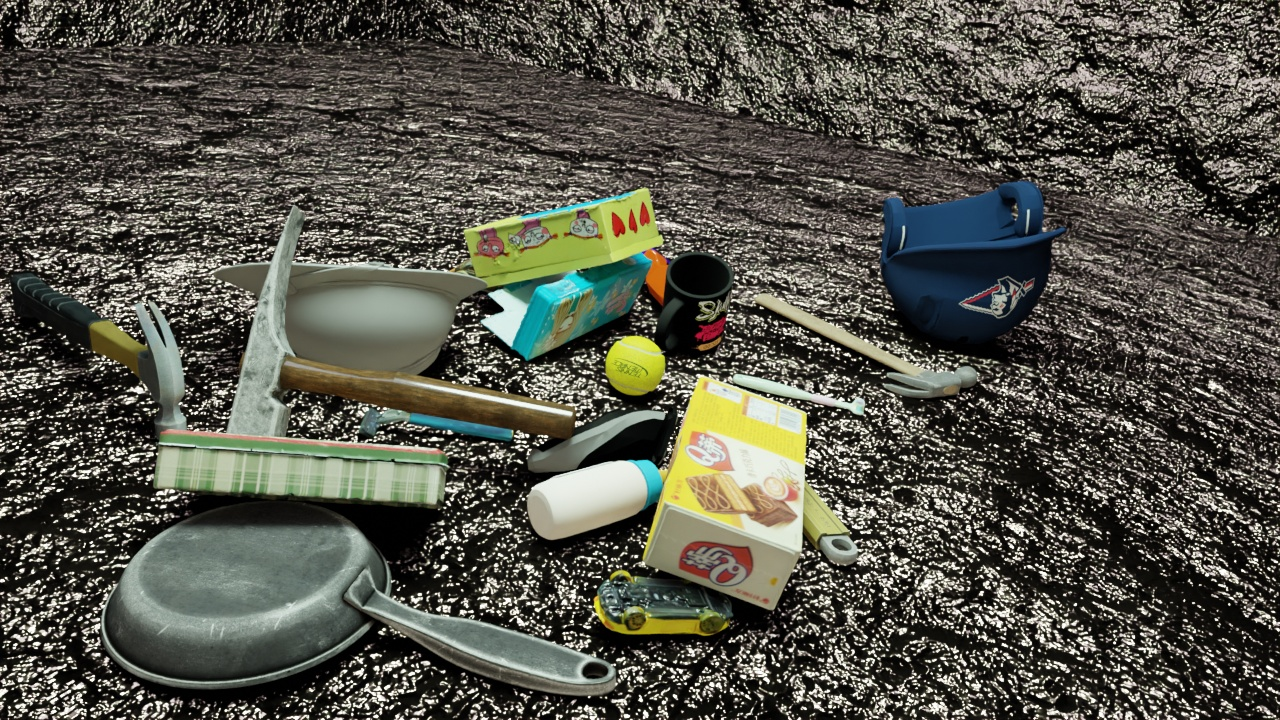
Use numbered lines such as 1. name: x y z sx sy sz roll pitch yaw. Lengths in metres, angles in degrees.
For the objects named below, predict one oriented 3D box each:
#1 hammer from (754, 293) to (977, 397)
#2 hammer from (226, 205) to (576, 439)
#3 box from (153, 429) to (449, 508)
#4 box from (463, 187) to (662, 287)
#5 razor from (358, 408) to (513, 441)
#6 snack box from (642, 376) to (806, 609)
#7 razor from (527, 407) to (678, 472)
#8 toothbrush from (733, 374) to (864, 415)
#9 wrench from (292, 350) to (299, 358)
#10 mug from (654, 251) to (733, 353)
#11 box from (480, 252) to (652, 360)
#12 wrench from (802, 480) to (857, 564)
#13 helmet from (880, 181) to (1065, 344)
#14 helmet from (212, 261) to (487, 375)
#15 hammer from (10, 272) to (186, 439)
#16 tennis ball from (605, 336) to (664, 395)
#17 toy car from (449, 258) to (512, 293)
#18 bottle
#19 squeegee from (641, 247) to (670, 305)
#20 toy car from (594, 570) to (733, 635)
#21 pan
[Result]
1. hammer: 0.281 -0.031 1.237 0.119 0.031 0.331 -12 32 -38
2. hammer: -0.200 -0.007 0.829 0.300 0.217 0.037 10 -9 -2
3. box: -0.255 0.086 0.717 0.205 0.049 0.118 4 -12 -7
4. box: -0.097 -0.151 1.144 0.221 0.081 0.124 -4 16 32
5. razor: -0.195 0.062 0.885 0.144 0.022 0.042 6 26 -7
6. snack box: 0.078 0.101 0.780 0.110 0.062 0.229 19 26 2
7. razor: -0.036 0.078 0.873 0.156 0.057 0.060 -4 60 -26
8. toothbrush: 0.184 0.038 1.070 0.155 0.015 0.022 13 57 8
9. wrench: -0.326 -0.035 1.058 0.073 0.018 0.272 20 28 20
10. mug: 0.058 -0.061 1.128 0.082 0.098 0.117 32 54 22
11. box: -0.101 -0.096 1.142 0.121 0.098 0.226 37 33 16
12. wrench: 0.129 0.110 0.892 0.083 0.018 0.273 -1 26 -20
13. helmet: 0.458 -0.134 1.274 0.232 0.223 0.272 -8 -4 -3
14. helmet: -0.293 -0.032 0.951 0.270 0.117 0.184 0 -3 -24
15. hammer: -0.532 -0.030 0.886 0.333 0.118 0.025 20 24 35
16. tennis ball: -0.006 0.006 1.016 0.065 0.065 0.065 7 25 -4
17. toy car: -0.204 -0.119 1.239 0.112 0.047 0.047 17 28 9
18. bottle: -0.026 0.114 0.794 0.145 0.051 0.051 -11 31 -36
19. squeegee: 0.039 -0.105 1.263 0.184 0.055 0.249 50 12 35
20. toy car: 0.018 0.184 0.683 0.106 0.030 0.049 7 23 -18
21. pan: -0.190 0.171 0.632 0.357 0.055 0.187 8 23 8
